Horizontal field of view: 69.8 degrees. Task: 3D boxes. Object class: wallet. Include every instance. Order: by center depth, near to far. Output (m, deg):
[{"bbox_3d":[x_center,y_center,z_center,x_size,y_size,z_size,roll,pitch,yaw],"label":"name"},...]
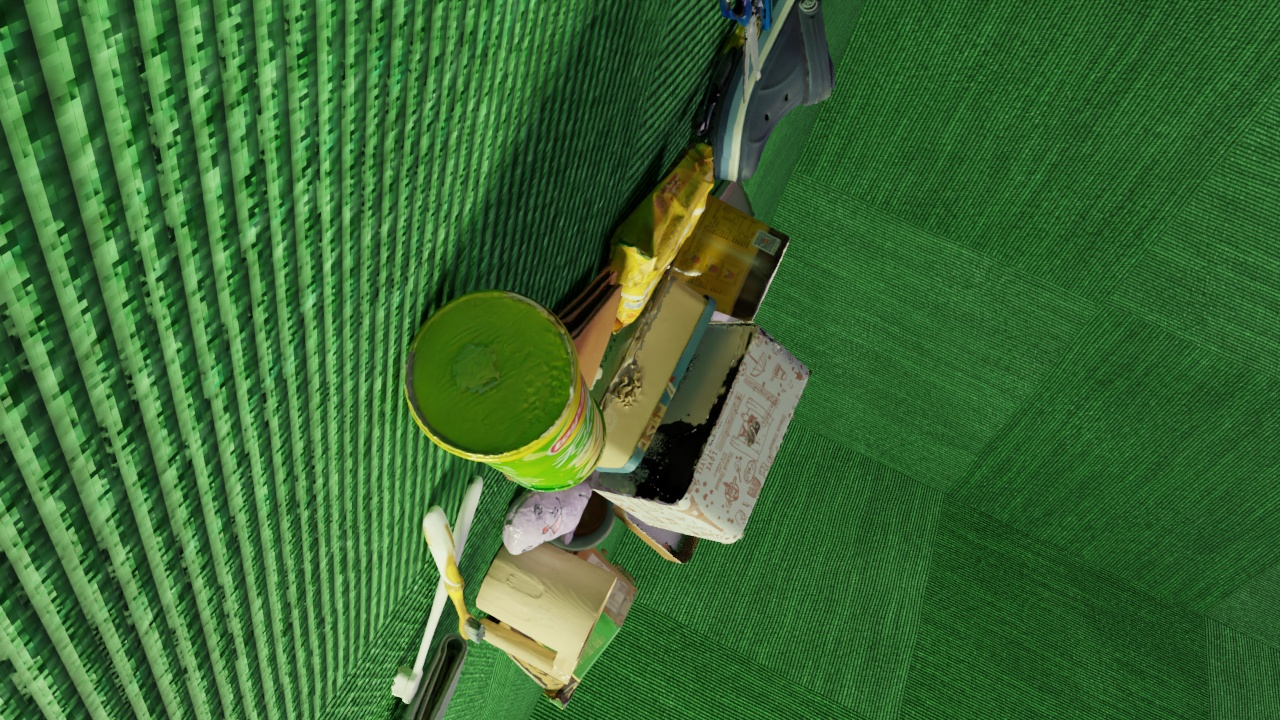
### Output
[{"bbox_3d":[-0.053,0.009,0.643,0.107,0.031,0.132,-53,169,-52],"label":"wallet"},{"bbox_3d":[-0.171,0.278,0.684,0.106,0.037,0.130,-68,-177,-49],"label":"wallet"}]

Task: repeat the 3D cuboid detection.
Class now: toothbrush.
[{"bbox_3d":[-0.116,0.142,0.585,0.016,0.018,0.192,-53,160,-32],"label":"toothbrush"},{"bbox_3d":[-0.135,0.153,0.609,0.016,0.016,0.180,-52,164,-72],"label":"toothbrush"}]

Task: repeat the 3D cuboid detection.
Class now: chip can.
[{"bbox_3d":[-0.058,0.026,0.474,0.072,0.072,0.221,-64,174,-10],"label":"chip can"}]

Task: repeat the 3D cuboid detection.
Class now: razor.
[{"bbox_3d":[0.070,-0.237,0.731,0.142,0.022,0.043,-63,159,-17],"label":"razor"}]

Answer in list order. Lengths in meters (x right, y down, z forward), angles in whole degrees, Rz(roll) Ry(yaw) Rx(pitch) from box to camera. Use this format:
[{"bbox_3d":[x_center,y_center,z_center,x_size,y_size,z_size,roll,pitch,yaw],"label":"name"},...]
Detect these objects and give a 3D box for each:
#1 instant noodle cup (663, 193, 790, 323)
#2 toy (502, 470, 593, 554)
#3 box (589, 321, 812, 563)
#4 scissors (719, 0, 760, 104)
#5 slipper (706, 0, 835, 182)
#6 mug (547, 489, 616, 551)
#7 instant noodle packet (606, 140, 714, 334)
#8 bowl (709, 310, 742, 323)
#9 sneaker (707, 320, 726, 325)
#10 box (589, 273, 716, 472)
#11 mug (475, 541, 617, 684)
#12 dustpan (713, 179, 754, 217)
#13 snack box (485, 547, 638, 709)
[{"bbox_3d":[0.077,-0.101,0.904,0.118,0.114,0.118,27,88,-83],"label":"instant noodle cup"},{"bbox_3d":[-0.081,0.134,0.792,0.107,0.039,0.084,-11,125,-59],"label":"toy"},{"bbox_3d":[0.074,0.086,0.834,0.227,0.157,0.180,49,61,-45],"label":"box"},{"bbox_3d":[0.078,-0.250,0.684,0.140,0.012,0.171,-51,157,-47],"label":"scissors"},{"bbox_3d":[0.134,-0.269,0.834,0.105,0.095,0.252,59,53,-79],"label":"slipper"},{"bbox_3d":[-0.064,0.149,0.925,0.078,0.078,0.123,-64,179,-8],"label":"mug"},{"bbox_3d":[0.010,-0.093,0.703,0.128,0.044,0.111,-58,173,-32],"label":"instant noodle packet"},{"bbox_3d":[0.078,-0.063,1.018,0.118,0.065,0.118,-19,130,-25],"label":"bowl"},{"bbox_3d":[0.017,0.047,0.985,0.242,0.089,0.090,-40,141,14],"label":"sneaker"},{"bbox_3d":[-0.005,0.005,0.776,0.184,0.059,0.090,-60,-160,-15],"label":"box"},{"bbox_3d":[-0.091,0.227,0.839,0.125,0.103,0.084,-68,173,26],"label":"mug"},{"bbox_3d":[0.054,-0.115,1.163,0.273,0.138,0.223,-106,-151,-54],"label":"dustpan"},{"bbox_3d":[-0.072,0.253,0.923,0.106,0.118,0.117,-47,-179,20],"label":"snack box"}]
